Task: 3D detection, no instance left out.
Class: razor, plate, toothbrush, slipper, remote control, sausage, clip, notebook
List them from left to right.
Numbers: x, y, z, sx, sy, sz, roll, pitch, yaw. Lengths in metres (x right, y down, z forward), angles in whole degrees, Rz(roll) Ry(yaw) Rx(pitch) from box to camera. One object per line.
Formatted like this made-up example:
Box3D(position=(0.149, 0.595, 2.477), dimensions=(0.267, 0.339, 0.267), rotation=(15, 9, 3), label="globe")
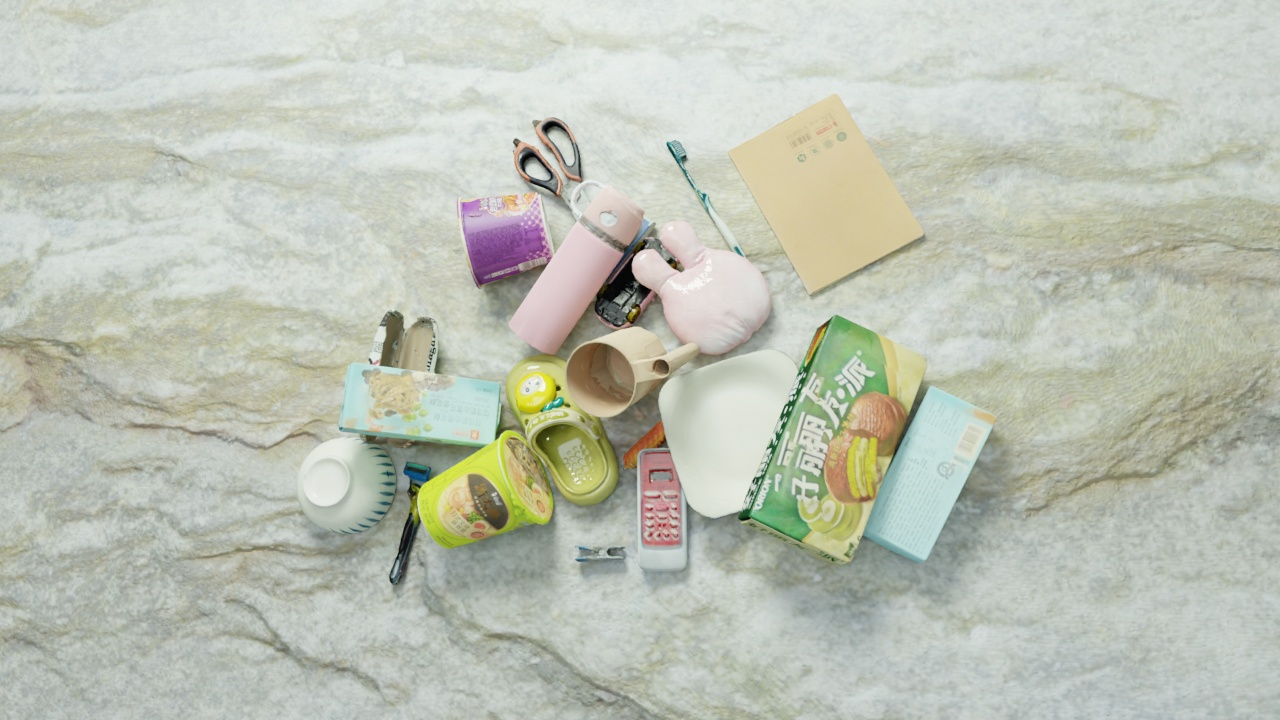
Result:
Box3D(position=(-0.271, 0.193, 1.080), dimensions=(0.043, 0.022, 0.142), rotation=(5, 81, 39), label="razor")
Box3D(position=(-0.090, 0.074, 1.040), dimensions=(0.091, 0.081, 0.190), rotation=(-30, 77, 1), label="slipper")
Box3D(position=(-0.045, 0.217, 1.029), dimensions=(0.058, 0.026, 0.038), rotation=(-5, 70, 6), label="clip")
Box3D(position=(-0.038, -0.130, 1.101), dimensions=(0.049, 0.024, 0.125), rotation=(38, 89, 16), label="remote control")
Box3D(position=(0.024, 0.165, 1.017), dimensions=(0.056, 0.020, 0.136), rotation=(0, 85, 1), label="remote control")
Box3D(position=(0.040, 0.067, 1.044), dimensions=(0.165, 0.021, 0.021), rotation=(-43, 74, 0), label="sausage")
Box3D(position=(0.082, -0.189, 1.095), dimensions=(0.018, 0.016, 0.191), rotation=(-28, 74, -7), label="toothbrush")
Box3D(position=(0.111, 0.080, 1.011), dimensions=(0.164, 0.034, 0.163), rotation=(-16, 81, -2), label="plate")
Box3D(position=(0.214, -0.197, 1.074), dimensions=(0.148, 0.008, 0.207), rotation=(-28, 74, 5), label="notebook")

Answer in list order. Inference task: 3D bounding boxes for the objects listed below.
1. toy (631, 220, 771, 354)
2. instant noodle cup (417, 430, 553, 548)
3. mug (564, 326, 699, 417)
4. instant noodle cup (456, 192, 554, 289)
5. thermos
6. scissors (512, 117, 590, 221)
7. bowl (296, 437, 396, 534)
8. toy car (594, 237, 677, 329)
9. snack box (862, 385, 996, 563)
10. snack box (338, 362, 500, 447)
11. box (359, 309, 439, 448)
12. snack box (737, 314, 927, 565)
Box3D(position=(0.070, -0.084, 1.044), dimensions=(0.121, 0.054, 0.159), rotation=(-44, 90, -3), label="toy")
Box3D(position=(-0.179, 0.154, 1.031), dimensions=(0.123, 0.111, 0.111), rotation=(-26, 74, 13), label="instant noodle cup")
Box3D(position=(-0.006, 0.006, 1.007), dimensions=(0.125, 0.103, 0.084), rotation=(-12, 98, 25), label="mug")
Box3D(position=(-0.158, -0.150, 1.091), dimensions=(0.099, 0.112, 0.111), rotation=(-14, 75, -2), label="instant noodle cup")
Box3D(position=(-0.079, -0.110, 1.048), dimensions=(0.087, 0.067, 0.199), rotation=(35, 103, 4), label="thermos")
Box3D(position=(-0.099, -0.203, 1.121), dimensions=(0.185, 0.015, 0.208), rotation=(6, 74, 18), label="scissors")
Box3D(position=(-0.356, 0.145, 1.083), dimensions=(0.116, 0.066, 0.116), rotation=(-2, 78, 10), label="bowl")
Box3D(position=(-0.005, -0.089, 1.081), dimensions=(0.056, 0.037, 0.122), rotation=(35, 76, 11), label="toy car")
Box3D(position=(0.300, 0.120, 0.966), dimensions=(0.074, 0.051, 0.174), rotation=(27, 83, 17), label="snack box")
Box3D(position=(-0.250, 0.053, 1.049), dimensions=(0.174, 0.052, 0.074), rotation=(8, 78, -20), label="snack box")
Box3D(position=(-0.280, 0.024, 1.098), dimensions=(0.087, 0.076, 0.163), rotation=(8, 79, -1), label="box")
Box3D(position=(0.202, 0.082, 0.962), dimensions=(0.114, 0.063, 0.239), rotation=(26, 77, -1), label="snack box")
